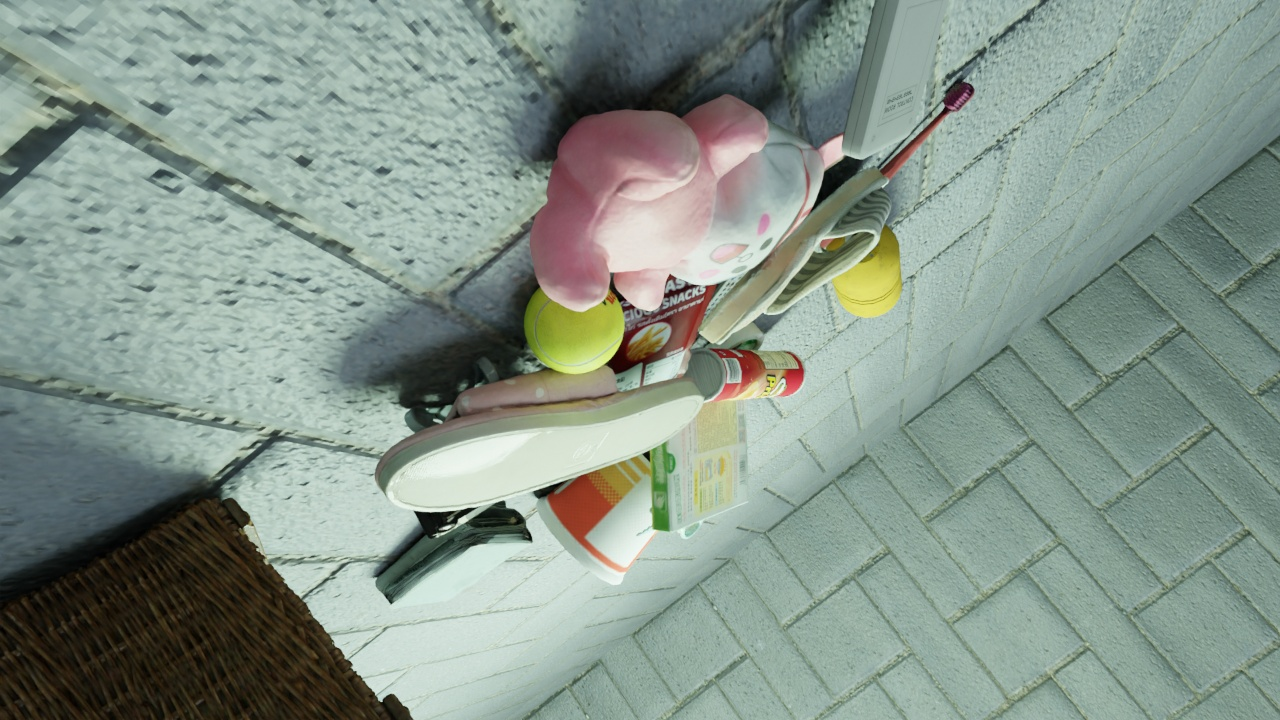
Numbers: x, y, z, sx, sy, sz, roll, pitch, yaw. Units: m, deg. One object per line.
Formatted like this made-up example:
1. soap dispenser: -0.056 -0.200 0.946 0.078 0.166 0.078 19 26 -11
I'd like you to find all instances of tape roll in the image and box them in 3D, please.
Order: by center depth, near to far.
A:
1. tape roll: 0.088 -0.004 0.958 0.093 0.018 0.094 -33 161 -13

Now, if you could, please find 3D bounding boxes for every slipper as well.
1. slipper: -0.065 0.045 0.655 0.273 0.054 0.114 -8 147 -44
2. slipper: 0.126 -0.079 0.694 0.115 0.054 0.271 -37 -178 42

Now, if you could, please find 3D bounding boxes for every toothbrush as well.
1. toothbrush: 0.216 -0.167 0.803 0.016 0.016 0.190 -3 142 -52

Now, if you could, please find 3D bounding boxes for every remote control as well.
1. remote control: 0.152 -0.196 0.528 0.074 0.019 0.151 -31 139 -43
2. remote control: 0.054 -0.036 0.824 0.033 0.013 0.137 -14 151 -49

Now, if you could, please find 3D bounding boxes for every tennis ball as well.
1. tennis ball: -0.043 -0.024 0.599 0.065 0.065 0.065 -33 161 -13

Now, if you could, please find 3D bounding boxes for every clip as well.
1. clip: -0.101 0.033 0.694 0.115 0.028 0.163 -39 162 -1

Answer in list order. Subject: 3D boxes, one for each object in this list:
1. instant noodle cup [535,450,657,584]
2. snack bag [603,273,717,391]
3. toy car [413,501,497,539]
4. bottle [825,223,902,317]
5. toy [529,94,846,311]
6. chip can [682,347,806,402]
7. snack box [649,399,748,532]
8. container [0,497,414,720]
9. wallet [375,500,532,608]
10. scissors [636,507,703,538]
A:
1. instant noodle cup: -0.025 0.151 0.983 0.121 0.123 0.123 -46 161 3
2. snack bag: -0.004 0.004 0.743 0.138 0.066 0.208 -23 155 -24
3. toy car: -0.145 0.111 0.774 0.092 0.040 0.037 -31 164 -8
4. bottle: 0.220 -0.095 0.900 0.071 0.071 0.163 -39 161 7
5. toy: 0.033 -0.096 0.538 0.212 0.084 0.142 -13 151 -48
6. chip can: 0.106 0.014 0.920 0.052 0.052 0.214 -45 159 22
7. snack box: 0.062 0.092 0.932 0.027 0.132 0.167 0 -177 32
8. container: -0.259 0.218 0.536 0.182 0.250 0.163 -37 163 -28
9. wallet: -0.181 0.190 0.888 0.132 0.054 0.100 -41 152 18
10. scissors: 0.042 0.151 0.955 0.093 0.032 0.175 -58 160 5
